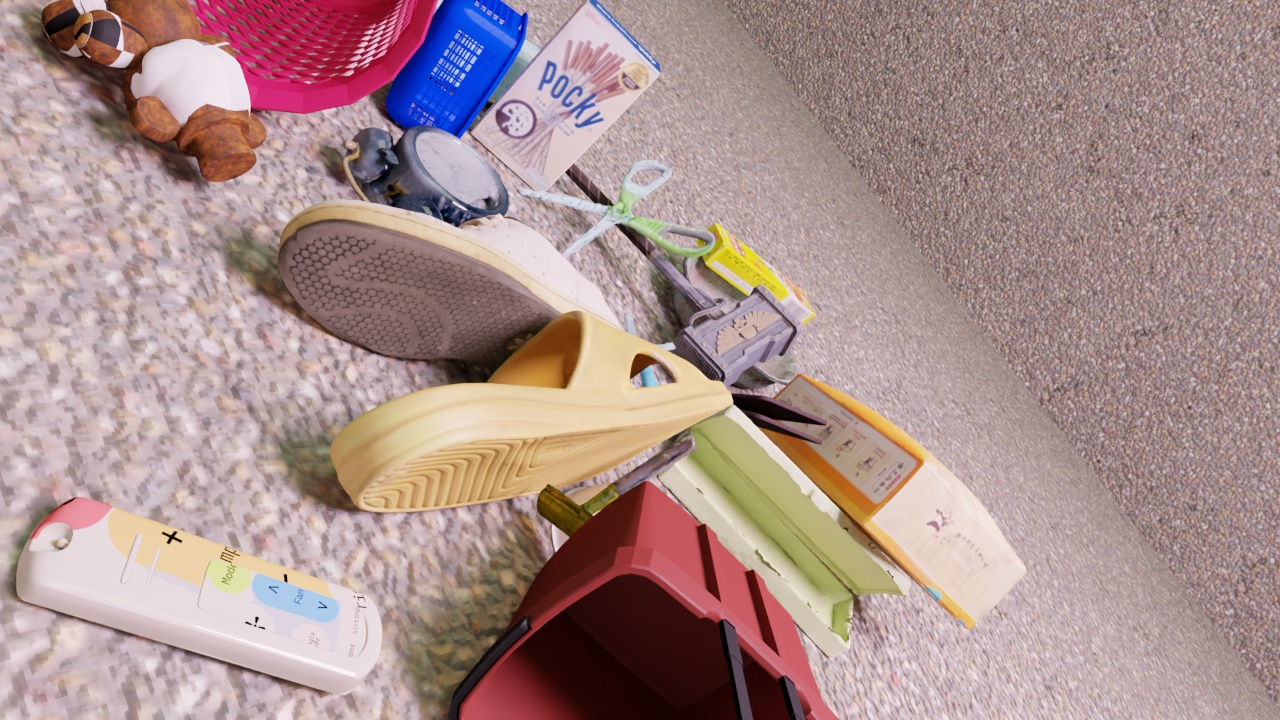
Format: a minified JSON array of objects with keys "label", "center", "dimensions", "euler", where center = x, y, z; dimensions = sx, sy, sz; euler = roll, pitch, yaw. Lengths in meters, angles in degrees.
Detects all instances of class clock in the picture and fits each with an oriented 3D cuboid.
[{"label":"clock","center":[-0.140,-0.107,0.592],"dimensions":[0.090,0.052,0.129],"euler":[55,29,12]}]

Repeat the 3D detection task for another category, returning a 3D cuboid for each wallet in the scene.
[{"label":"wallet","center":[0.073,0.037,0.700],"dimensions":[0.116,0.018,0.091],"euler":[10,-9,44]}]

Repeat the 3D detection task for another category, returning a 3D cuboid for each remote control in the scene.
[{"label":"remote control","center":[-0.151,0.086,0.328],"dimensions":[0.125,0.018,0.038],"euler":[32,29,-31]}]

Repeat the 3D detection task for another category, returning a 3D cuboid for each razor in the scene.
[{"label":"razor","center":[-0.005,0.067,0.511],"dimensions":[0.042,0.026,0.105],"euler":[28,40,34]}]

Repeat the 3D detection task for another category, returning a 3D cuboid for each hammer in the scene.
[{"label":"hammer","center":[-0.005,-0.109,0.803],"dimensions":[0.098,0.044,0.322],"euler":[-30,67,-30]}]

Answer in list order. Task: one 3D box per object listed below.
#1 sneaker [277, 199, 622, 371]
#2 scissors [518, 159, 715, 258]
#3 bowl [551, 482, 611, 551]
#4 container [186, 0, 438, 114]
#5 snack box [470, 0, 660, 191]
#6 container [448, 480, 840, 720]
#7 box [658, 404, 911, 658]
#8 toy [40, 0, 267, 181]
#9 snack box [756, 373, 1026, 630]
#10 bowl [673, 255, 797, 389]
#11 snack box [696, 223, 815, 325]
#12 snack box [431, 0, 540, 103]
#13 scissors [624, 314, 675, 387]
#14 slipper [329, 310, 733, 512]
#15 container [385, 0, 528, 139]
[{"label":"sneaker","center":[-0.095,-0.051,0.535],"dimensions":[0.241,0.089,0.102],"euler":[26,39,-48]},{"label":"scissors","center":[-0.019,-0.128,0.783],"dimensions":[0.171,0.023,0.168],"euler":[16,55,-6]},{"label":"bowl","center":[0.004,0.110,0.529],"dimensions":[0.110,0.041,0.109],"euler":[38,26,-23]},{"label":"container","center":[-0.210,-0.280,0.596],"dimensions":[0.183,0.183,0.225],"euler":[39,18,-22]},{"label":"snack box","center":[-0.063,-0.216,0.761],"dimensions":[0.082,0.150,0.026],"euler":[39,27,-21]},{"label":"container","center":[0.008,0.148,0.374],"dimensions":[0.148,0.127,0.200],"euler":[45,14,-10]},{"label":"box","center":[0.098,0.120,0.667],"dimensions":[0.188,0.089,0.077],"euler":[44,5,-6]},{"label":"toy","center":[-0.238,-0.143,0.468],"dimensions":[0.112,0.067,0.087],"euler":[61,25,5]},{"label":"snack box","center":[0.195,0.100,0.730],"dimensions":[0.145,0.080,0.195],"euler":[44,1,-25]},{"label":"bowl","center":[0.084,-0.030,0.876],"dimensions":[0.157,0.039,0.157],"euler":[38,26,-23]},{"label":"snack box","center":[0.118,-0.082,0.923],"dimensions":[0.148,0.029,0.040],"euler":[31,29,-35]},{"label":"snack box","center":[-0.140,-0.272,0.821],"dimensions":[0.075,0.053,0.174],"euler":[51,22,25]},{"label":"scissors","center":[-0.002,0.005,0.670],"dimensions":[0.136,0.015,0.125],"euler":[-13,51,-48]},{"label":"slipper","center":[-0.052,0.023,0.492],"dimensions":[0.262,0.100,0.078],"euler":[-2,60,-55]},{"label":"container","center":[-0.140,-0.222,0.687],"dimensions":[0.058,0.114,0.096],"euler":[31,29,-24]}]
